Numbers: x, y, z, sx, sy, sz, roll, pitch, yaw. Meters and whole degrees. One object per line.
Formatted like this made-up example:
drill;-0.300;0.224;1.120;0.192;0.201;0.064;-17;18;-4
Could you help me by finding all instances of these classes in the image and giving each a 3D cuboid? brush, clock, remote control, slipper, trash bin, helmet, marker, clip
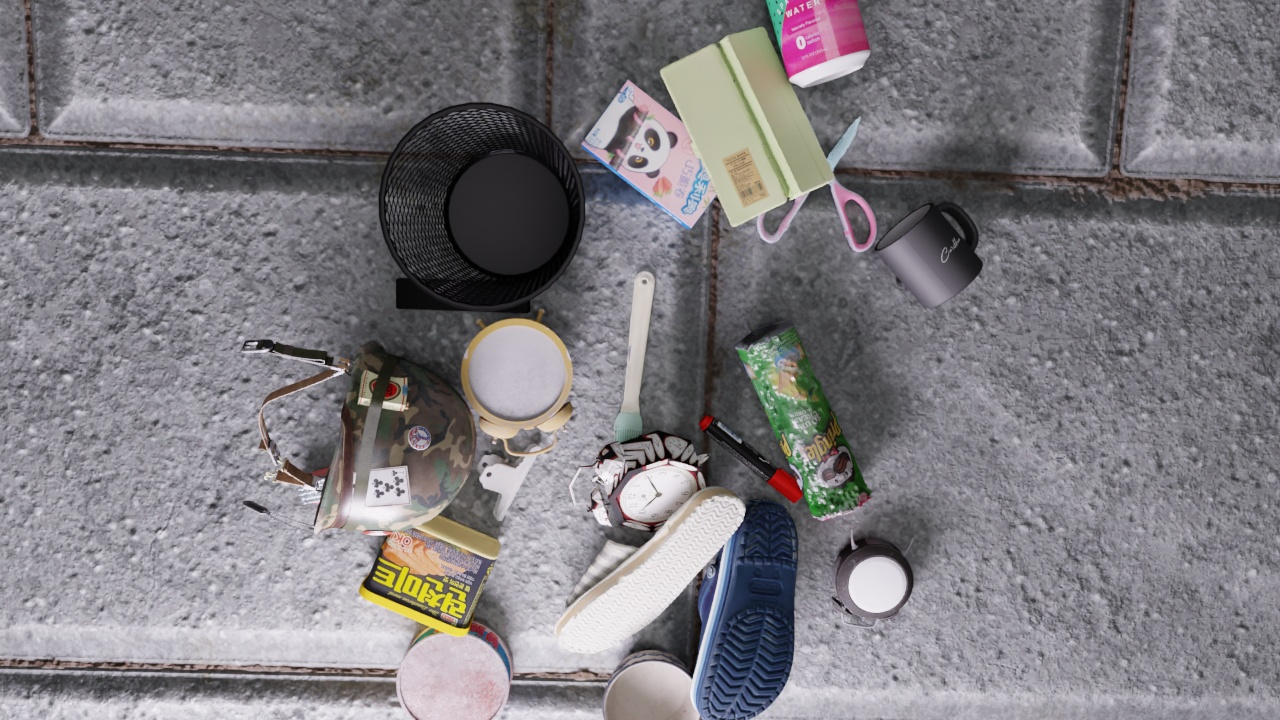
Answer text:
brush;-0.006;0.006;1.050;0.033;0.012;0.218;6;96;-1
clock;-0.131;0.027;1.013;0.117;0.081;0.159;-9;96;-3
remote control;-0.199;-0.073;1.033;0.150;0.013;0.034;2;98;-1
slipper;0.119;0.285;1.055;0.105;0.095;0.252;18;80;-21
brush;-0.307;0.134;1.051;0.172;0.030;0.041;-12;98;0
trash bin;-0.144;-0.149;0.924;0.184;0.210;0.184;0;98;-1
helmet;-0.294;0.083;0.948;0.236;0.223;0.193;26;126;0
marker;0.128;0.112;1.061;0.145;0.021;0.023;39;65;-6
clock;-0.005;0.131;1.025;0.154;0.065;0.115;-1;128;-15
clip;-0.162;0.132;1.061;0.054;0.041;0.101;27;96;-23
slipper;0.008;0.234;1.038;0.273;0.054;0.114;-44;129;15
clock;0.271;0.261;1.072;0.091;0.043;0.123;8;97;-2

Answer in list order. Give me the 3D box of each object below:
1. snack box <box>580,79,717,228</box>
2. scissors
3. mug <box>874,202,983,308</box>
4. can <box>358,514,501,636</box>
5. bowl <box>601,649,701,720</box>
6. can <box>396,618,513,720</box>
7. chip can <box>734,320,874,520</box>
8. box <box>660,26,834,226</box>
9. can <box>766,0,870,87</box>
snack box;0.020;-0.224;1.007;0.154;0.033;0.088;36;96;-6
scissors;0.193;-0.190;1.025;0.168;0.014;0.170;-22;98;2
mug;0.327;-0.125;1.011;0.088;0.078;0.113;47;68;-6
can;-0.236;0.236;1.046;0.131;0.072;0.101;24;94;-4
bowl;0.013;0.393;1.077;0.115;0.059;0.115;0;98;-1
can;-0.217;0.371;1.077;0.130;0.044;0.130;0;98;-1
chip can;0.182;0.065;1.029;0.075;0.075;0.223;-26;98;2
box;0.118;-0.253;0.979;0.140;0.048;0.188;-25;92;-12
can;0.178;-0.378;0.961;0.088;0.088;0.166;-18;98;1
